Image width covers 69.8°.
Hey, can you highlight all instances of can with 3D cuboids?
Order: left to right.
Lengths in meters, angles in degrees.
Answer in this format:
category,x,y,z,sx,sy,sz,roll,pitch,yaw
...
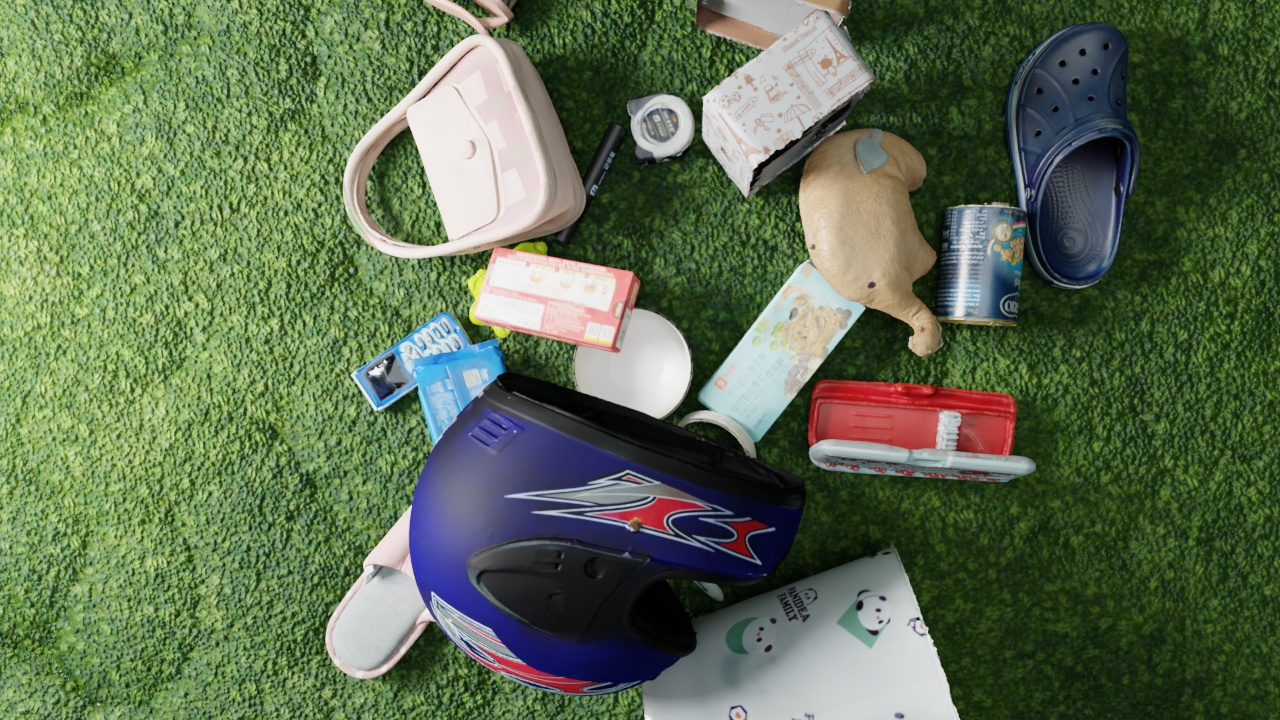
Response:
category,x,y,z,sx,sy,sz,roll,pitch,yaw
can,0.326,-0.091,0.881,0.075,0.075,0.111,5,91,3

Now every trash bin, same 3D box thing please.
category,x,y,z,sx,sy,sz,roll,pitch,yaw
trash bin,0.147,0.311,0.837,0.252,0.229,0.229,-18,90,9

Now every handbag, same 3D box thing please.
category,x,y,z,sx,sy,sz,roll,pitch,yaw
handbag,-0.188,-0.191,0.910,0.234,0.093,0.193,-21,84,15

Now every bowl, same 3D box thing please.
category,x,y,z,sx,sy,sz,roll,pitch,yaw
bowl,-0.005,0.005,0.910,0.116,0.066,0.116,0,92,5

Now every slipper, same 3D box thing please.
category,x,y,z,sx,sy,sz,roll,pitch,yaw
slipper,-0.219,0.211,0.933,0.114,0.054,0.274,42,91,3
slipper,0.410,-0.194,0.866,0.105,0.095,0.253,0,95,1

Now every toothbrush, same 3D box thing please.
category,x,y,z,sx,sy,sz,roll,pitch,yaw
toothbrush,0.015,0.178,0.937,0.191,0.018,0.016,44,105,3

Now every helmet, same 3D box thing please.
category,x,y,z,sx,sy,sz,roll,pitch,yaw
helmet,-0.041,0.162,0.786,0.315,0.247,0.240,19,95,-1

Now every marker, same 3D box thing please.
category,x,y,z,sx,sy,sz,roll,pitch,yaw
marker,-0.052,-0.180,0.932,0.022,0.020,0.132,28,94,6

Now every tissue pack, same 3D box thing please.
category,x,y,z,sx,sy,sz,roll,pitch,yaw
tissue pack,-0.164,0.061,0.915,0.095,0.052,0.157,-18,81,-13

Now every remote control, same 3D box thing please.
category,x,y,z,sx,sy,sz,roll,pitch,yaw
remote control,-0.234,0.001,0.945,0.125,0.024,0.049,-33,89,3

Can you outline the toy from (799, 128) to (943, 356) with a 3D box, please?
category,x,y,z,sx,sy,sz,roll,pitch,yaw
toy,0.220,-0.110,0.867,0.143,0.083,0.226,-4,80,-13

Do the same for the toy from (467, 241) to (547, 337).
category,x,y,z,sx,sy,sz,roll,pitch,yaw
toy,-0.126,-0.072,0.933,0.100,0.031,0.096,-1,91,8

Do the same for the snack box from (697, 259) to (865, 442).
category,x,y,z,sx,sy,sz,roll,pitch,yaw
snack box,0.137,-0.008,0.907,0.074,0.051,0.175,38,93,1

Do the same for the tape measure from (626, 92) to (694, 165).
category,x,y,z,sx,sy,sz,roll,pitch,yaw
tape measure,0.022,-0.232,0.918,0.066,0.033,0.066,-8,93,6

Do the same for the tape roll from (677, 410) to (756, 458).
category,x,y,z,sx,sy,sz,roll,pitch,yaw
tape roll,0.072,0.088,0.907,0.086,0.013,0.086,16,129,21

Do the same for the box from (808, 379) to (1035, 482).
category,x,y,z,sx,sy,sz,roll,pitch,yaw
box,0.266,0.071,0.876,0.201,0.101,0.095,5,92,3

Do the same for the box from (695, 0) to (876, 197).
category,x,y,z,sx,sy,sz,roll,pitch,yaw
box,0.106,-0.278,0.837,0.154,0.182,0.185,-38,89,3

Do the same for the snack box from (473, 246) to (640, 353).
category,x,y,z,sx,sy,sz,roll,pitch,yaw
snack box,-0.081,-0.059,0.881,0.153,0.025,0.075,12,80,20

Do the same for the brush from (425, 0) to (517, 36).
category,x,y,z,sx,sy,sz,roll,pitch,yaw
brush,-0.187,-0.383,0.914,0.145,0.063,0.073,39,89,0
